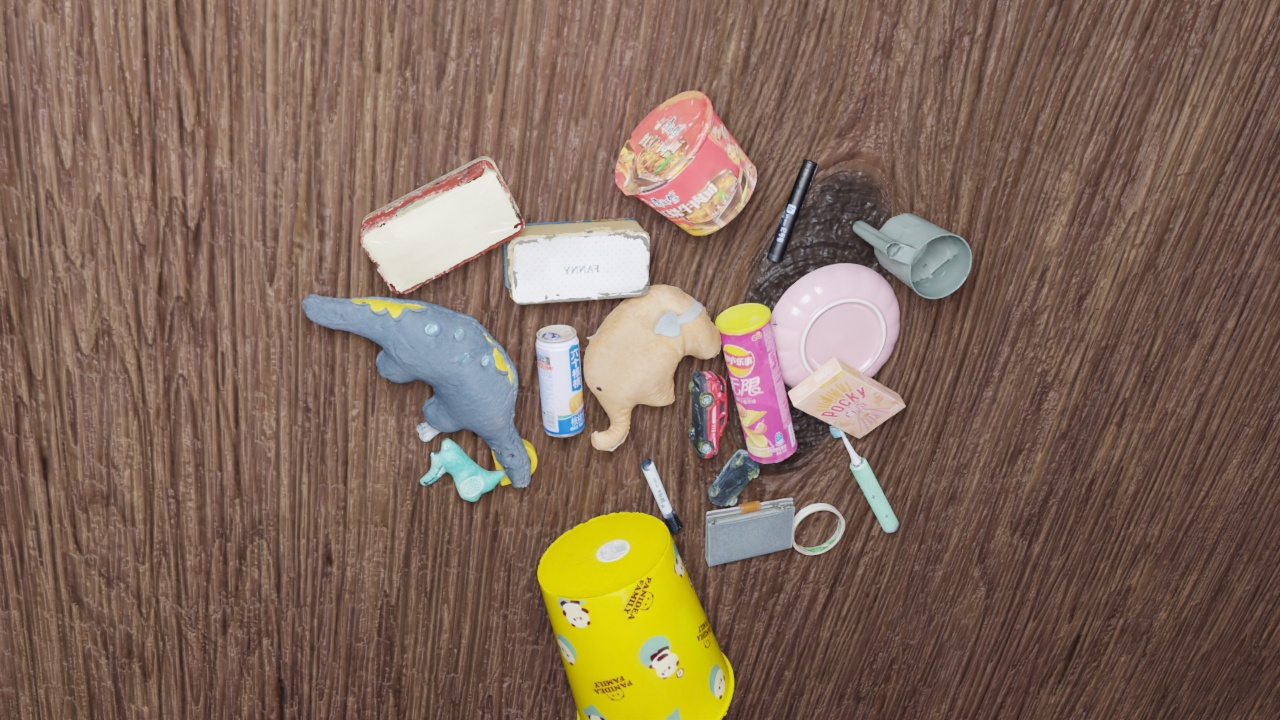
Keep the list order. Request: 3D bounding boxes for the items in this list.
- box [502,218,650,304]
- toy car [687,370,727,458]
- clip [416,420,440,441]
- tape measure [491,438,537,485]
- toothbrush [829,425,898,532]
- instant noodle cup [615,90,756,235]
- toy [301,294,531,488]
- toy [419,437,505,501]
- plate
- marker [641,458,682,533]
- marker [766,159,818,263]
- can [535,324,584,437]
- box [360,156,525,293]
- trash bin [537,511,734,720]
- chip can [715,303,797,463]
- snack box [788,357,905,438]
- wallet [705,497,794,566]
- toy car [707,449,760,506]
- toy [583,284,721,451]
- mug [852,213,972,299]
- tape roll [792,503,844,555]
[{"bbox_3d":[-0.081,-0.116,1.082,0.184,0.059,0.090,-2,115,-12],"label":"box"},{"bbox_3d":[0.090,0.072,1.219,0.045,0.053,0.121,-5,115,-15],"label":"toy car"},{"bbox_3d":[-0.254,0.079,1.153,0.057,0.029,0.024,-30,121,-7],"label":"clip"},{"bbox_3d":[-0.164,0.128,1.194,0.057,0.029,0.060,-14,117,-7],"label":"tape measure"},{"bbox_3d":[0.330,0.173,1.345,0.027,0.026,0.224,-21,121,21],"label":"toothbrush"},{"bbox_3d":[0.057,-0.216,1.034,0.138,0.138,0.108,-47,126,10],"label":"instant noodle cup"},{"bbox_3d":[-0.225,0.017,1.088,0.138,0.091,0.356,-39,117,6],"label":"toy"},{"bbox_3d":[-0.235,0.143,1.178,0.096,0.030,0.092,-39,98,14],"label":"toy"},{"bbox_3d":[0.263,-0.033,1.221,0.192,0.039,0.193,-6,117,-12],"label":"plate"},{"bbox_3d":[0.030,0.190,1.281,0.022,0.018,0.131,-27,120,-11],"label":"marker"},{"bbox_3d":[0.189,-0.185,1.141,0.022,0.020,0.132,-3,119,-46],"label":"marker"},{"bbox_3d":[-0.100,0.026,1.147,0.053,0.053,0.135,-8,117,-11],"label":"can"},{"bbox_3d":[-0.220,-0.149,1.018,0.168,0.076,0.091,-28,119,-1],"label":"box"},{"bbox_3d":[-0.014,0.362,1.246,0.229,0.229,0.255,-20,112,-5],"label":"trash bin"},{"bbox_3d":[0.154,0.033,1.207,0.071,0.071,0.211,-19,119,-5],"label":"chip can"},{"bbox_3d":[0.280,0.053,1.242,0.157,0.026,0.085,24,126,-38],"label":"snack box"},{"bbox_3d":[0.157,0.244,1.330,0.129,0.037,0.107,-10,128,-9],"label":"wallet"},{"bbox_3d":[0.129,0.165,1.285,0.043,0.034,0.091,25,109,-27],"label":"toy car"},{"bbox_3d":[-0.007,0.007,1.147,0.143,0.082,0.226,38,104,-11],"label":"toy"},{"bbox_3d":[0.336,-0.140,1.153,0.124,0.103,0.084,16,110,-20],"label":"mug"},{"bbox_3d":[0.263,0.253,1.374,0.085,0.014,0.086,-6,116,-12],"label":"tape roll"}]
